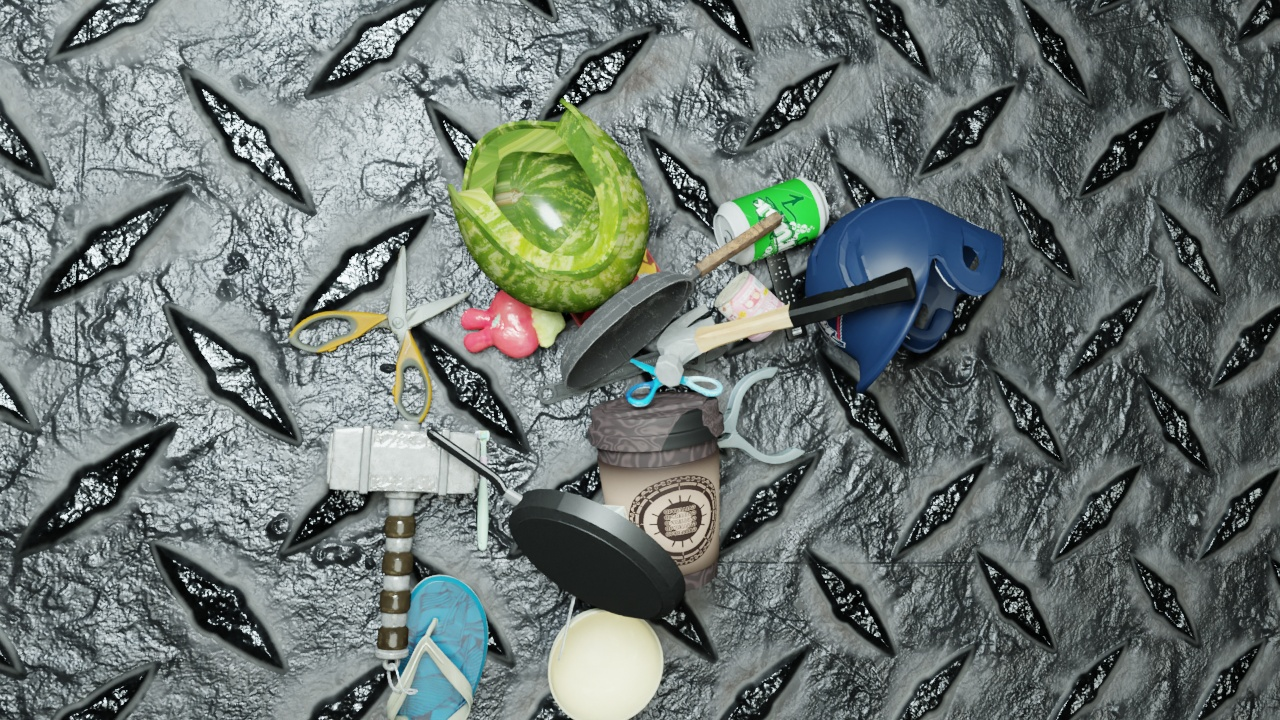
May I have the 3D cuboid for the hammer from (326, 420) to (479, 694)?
[{"bbox_3d":[-0.294,0.236,1.112,0.176,0.080,0.326,4,85,-15],"label":"hammer"}]

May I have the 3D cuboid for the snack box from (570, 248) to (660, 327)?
[{"bbox_3d":[-0.031,-0.086,1.221,0.132,0.021,0.089,-35,99,-12],"label":"snack box"}]

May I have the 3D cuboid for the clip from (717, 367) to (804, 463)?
[{"bbox_3d":[0.166,0.090,1.279,0.165,0.032,0.164,28,83,-14],"label":"clip"}]

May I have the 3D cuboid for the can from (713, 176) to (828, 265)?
[{"bbox_3d":[0.176,-0.189,1.241,0.139,0.088,0.088,-21,97,-14],"label":"can"}]

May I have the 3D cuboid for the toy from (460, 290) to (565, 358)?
[{"bbox_3d":[-0.163,-0.047,1.172,0.135,0.045,0.091,-15,85,-1],"label":"toy"}]

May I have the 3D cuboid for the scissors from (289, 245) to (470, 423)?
[{"bbox_3d":[-0.312,-0.024,1.143,0.225,0.016,0.230,-19,100,-9],"label":"scissors"}]

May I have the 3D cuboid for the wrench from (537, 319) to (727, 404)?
[{"bbox_3d":[-0.007,0.007,1.234,0.273,0.018,0.073,-17,95,-13],"label":"wrench"}]

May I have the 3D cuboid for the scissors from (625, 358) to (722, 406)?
[{"bbox_3d":[0.034,0.028,1.181,0.139,0.134,0.011,-35,140,-42],"label":"scissors"}]

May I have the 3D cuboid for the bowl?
[{"bbox_3d":[-0.052,0.390,1.200,0.150,0.075,0.151,-1,92,-15],"label":"bowl"}]

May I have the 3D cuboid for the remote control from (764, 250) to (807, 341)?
[{"bbox_3d":[0.203,-0.098,1.291,0.030,0.009,0.140,-18,96,-14],"label":"remote control"}]

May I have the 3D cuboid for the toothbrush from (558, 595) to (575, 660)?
[{"bbox_3d":[-0.080,0.298,1.174,0.010,0.010,0.181,24,51,-15],"label":"toothbrush"}]

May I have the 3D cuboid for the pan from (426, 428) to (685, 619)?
[{"bbox_3d":[-0.108,0.194,1.071,0.356,0.226,0.034,36,56,-6],"label":"pan"}]

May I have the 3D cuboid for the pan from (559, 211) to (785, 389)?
[{"bbox_3d":[0.038,-0.088,1.140,0.356,0.208,0.040,-38,78,-12],"label":"pan"}]

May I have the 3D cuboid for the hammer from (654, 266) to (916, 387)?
[{"bbox_3d":[0.173,-0.052,1.137,0.329,0.130,0.039,-15,119,25],"label":"hammer"}]

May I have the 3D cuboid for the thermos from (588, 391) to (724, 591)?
[{"bbox_3d":[0.027,0.167,1.175,0.172,0.173,0.226,-8,100,-15],"label":"thermos"}]

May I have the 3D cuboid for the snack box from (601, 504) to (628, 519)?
[{"bbox_3d":[-0.071,0.223,1.156,0.026,0.150,0.082,-25,105,-46],"label":"snack box"}]

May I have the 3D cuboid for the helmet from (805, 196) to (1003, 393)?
[{"bbox_3d":[0.324,-0.087,1.212,0.223,0.232,0.271,17,72,4],"label":"helmet"}]

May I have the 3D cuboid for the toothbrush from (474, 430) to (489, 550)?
[{"bbox_3d":[-0.204,0.168,1.184,0.022,0.015,0.154,0,91,19],"label":"toothbrush"}]

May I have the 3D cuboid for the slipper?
[{"bbox_3d":[-0.261,0.421,1.154,0.118,0.060,0.295,13,88,-19],"label":"slipper"}]

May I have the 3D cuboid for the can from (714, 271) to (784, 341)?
[{"bbox_3d":[0.150,-0.073,1.248,0.076,0.067,0.067,42,81,-12],"label":"can"}]

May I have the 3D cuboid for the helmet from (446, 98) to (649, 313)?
[{"bbox_3d":[-0.102,-0.171,1.084,0.213,0.247,0.243,-39,105,-2],"label":"helmet"}]
